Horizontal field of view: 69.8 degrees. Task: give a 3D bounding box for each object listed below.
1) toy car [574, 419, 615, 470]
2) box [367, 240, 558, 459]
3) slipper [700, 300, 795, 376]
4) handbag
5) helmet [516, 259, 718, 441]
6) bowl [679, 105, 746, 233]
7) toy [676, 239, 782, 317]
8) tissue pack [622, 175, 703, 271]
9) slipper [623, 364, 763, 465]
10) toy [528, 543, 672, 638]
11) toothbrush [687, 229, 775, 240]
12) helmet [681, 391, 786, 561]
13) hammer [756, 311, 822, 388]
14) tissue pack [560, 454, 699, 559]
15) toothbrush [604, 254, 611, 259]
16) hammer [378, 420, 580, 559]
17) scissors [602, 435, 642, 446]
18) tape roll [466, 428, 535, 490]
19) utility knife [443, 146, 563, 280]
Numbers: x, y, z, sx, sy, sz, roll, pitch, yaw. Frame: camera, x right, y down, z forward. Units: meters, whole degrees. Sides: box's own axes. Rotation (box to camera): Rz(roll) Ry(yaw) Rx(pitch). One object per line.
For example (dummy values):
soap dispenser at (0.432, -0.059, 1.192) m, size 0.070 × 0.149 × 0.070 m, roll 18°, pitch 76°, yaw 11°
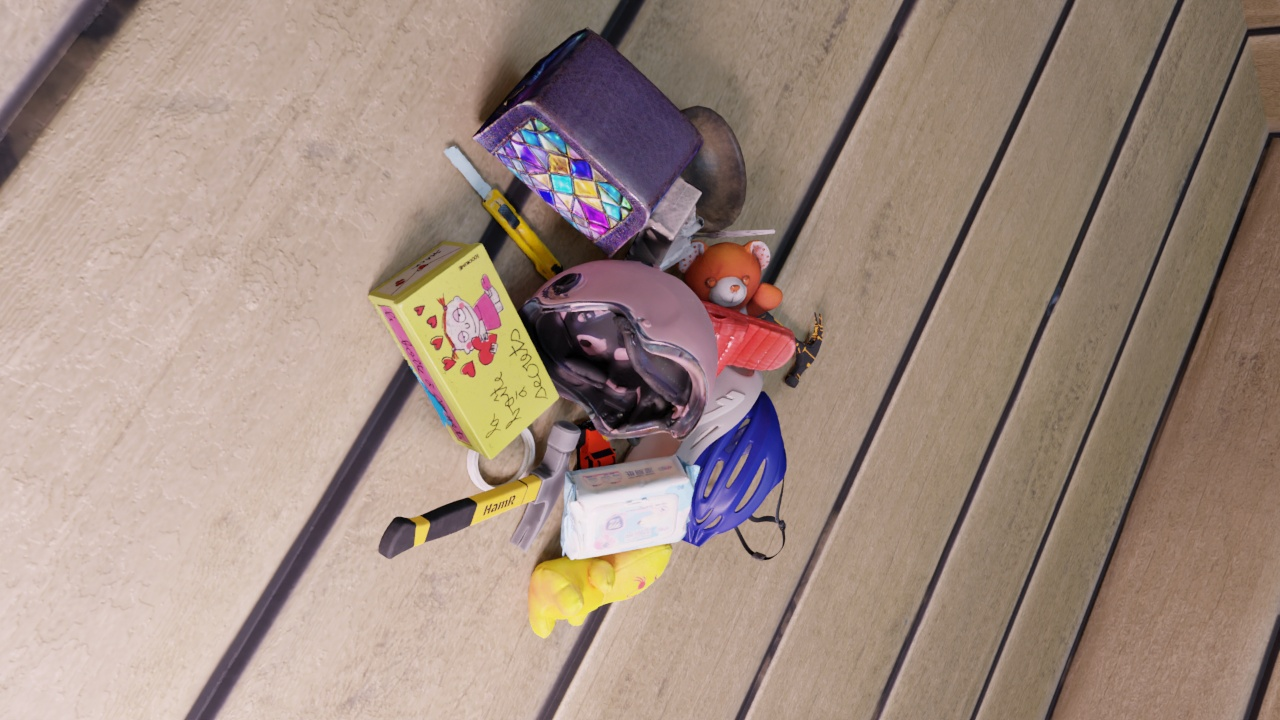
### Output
toy car at (-0.059, 0.127, 1.206) m, size 0.051 × 0.049 × 0.100 m, roll -13°, pitch 108°, yaw -40°
box at (-0.192, -0.011, 1.030) m, size 0.124 × 0.082 × 0.221 m, roll -40°, pitch 123°, yaw -29°
slipper at (0.107, -0.018, 1.220) m, size 0.248 × 0.059 × 0.104 m, roll 8°, pitch 133°, yaw -27°
handbag at (-0.061, -0.228, 1.008) m, size 0.205 × 0.222 × 0.125 m, roll 40°, pitch 70°, yaw -16°
helmet at (-0.024, -0.028, 1.081) m, size 0.230 × 0.256 × 0.152 m, roll 58°, pitch 46°, yaw -38°
bowl at (0.064, -0.244, 1.199) m, size 0.162 × 0.070 × 0.162 m, roll 6°, pitch 82°, yaw -47°
toy at (0.113, -0.082, 1.256) m, size 0.163 × 0.092 × 0.173 m, roll -5°, pitch 124°, yaw -10°
tissue pack at (0.024, -0.140, 1.126) m, size 0.071 × 0.182 × 0.103 m, roll 31°, pitch 59°, yaw 1°
slipper at (0.062, 0.071, 1.269) m, size 0.265 × 0.113 × 0.081 m, roll -45°, pitch 128°, yaw -18°
toy at (-0.060, 0.289, 1.219) m, size 0.193 × 0.087 × 0.135 m, roll -15°, pitch 153°, yaw -35°
toothbrush at (0.106, -0.164, 1.199) m, size 0.010 × 0.182 × 0.010 m, roll -16°, pitch 104°, yaw -36°
helmet at (0.150, 0.181, 1.340) m, size 0.241 × 0.148 × 0.228 m, roll -53°, pitch 125°, yaw -20°
hammer at (0.186, -0.075, 1.395) m, size 0.320 × 0.036 × 0.123 m, roll 36°, pitch 80°, yaw -42°
tissue pack at (-0.013, 0.188, 1.172) m, size 0.181 × 0.070 × 0.112 m, roll -6°, pitch 123°, yaw -17°
toothbrush at (-0.034, -0.158, 1.187) m, size 0.015 × 0.016 × 0.184 m, roll 19°, pitch 88°, yaw -48°
hammer at (-0.177, 0.167, 1.032) m, size 0.323 × 0.034 × 0.170 m, roll -10°, pitch 123°, yaw -64°
scissors at (-0.007, 0.006, 1.231) m, size 0.134 × 0.016 × 0.227 m, roll 37°, pitch 61°, yaw -58°
tape roll at (-0.170, 0.117, 1.126) m, size 0.092 × 0.013 × 0.093 m, roll -11°, pitch 106°, yaw -41°
utility knife at (-0.157, -0.167, 1.073) m, size 0.218 × 0.019 × 0.030 m, roll 48°, pitch 58°, yaw -35°
